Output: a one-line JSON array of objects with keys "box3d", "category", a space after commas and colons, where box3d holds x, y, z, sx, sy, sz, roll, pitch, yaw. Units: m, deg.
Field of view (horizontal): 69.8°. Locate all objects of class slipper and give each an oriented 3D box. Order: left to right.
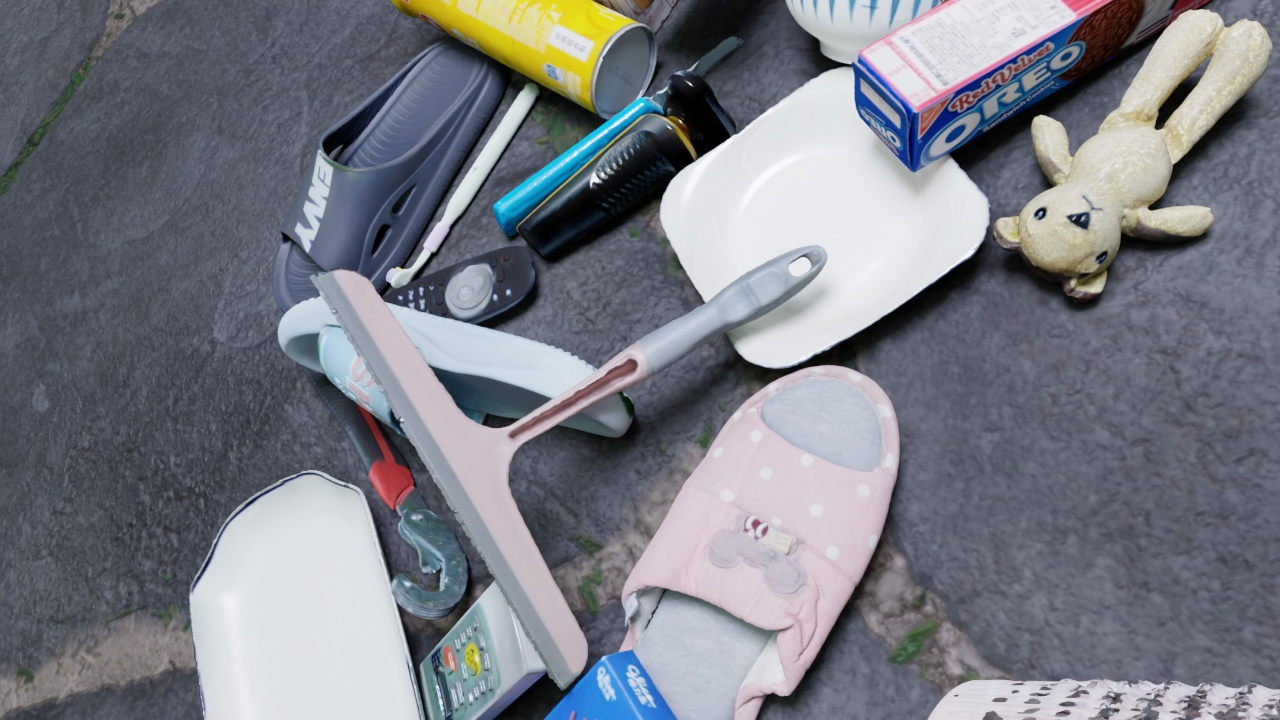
[{"box3d": [-0.209, -0.153, 0.703, 0.111, 0.083, 0.268, 30, 83, 30], "category": "slipper"}, {"box3d": [-0.122, 0.020, 0.586, 0.246, 0.104, 0.074, 11, 72, 21], "category": "slipper"}, {"box3d": [0.049, 0.123, 0.491, 0.114, 0.054, 0.274, 28, 86, 30], "category": "slipper"}]

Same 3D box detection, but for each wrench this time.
[{"box3d": [-0.185, 0.065, 0.632, 0.273, 0.056, 0.016, 51, 120, 35], "category": "wrench"}]

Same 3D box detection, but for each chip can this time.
[{"box3d": [-0.091, -0.252, 0.672, 0.213, 0.072, 0.072, 33, 87, 23], "category": "chip can"}]

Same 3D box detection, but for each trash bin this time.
[{"box3d": [0.199, 0.203, 0.314, 0.192, 0.227, 0.227, -2, 70, 38], "category": "trash bin"}]

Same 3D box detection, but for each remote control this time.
[{"box3d": [-0.132, -0.043, 0.658, 0.137, 0.024, 0.053, -18, 63, 17], "category": "remote control"}, {"box3d": [-0.092, 0.173, 0.519, 0.135, 0.019, 0.056, -50, 50, 41], "category": "remote control"}]

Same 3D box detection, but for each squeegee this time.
[{"box3d": [-0.003, 0.003, 0.505, 0.249, 0.040, 0.247, -31, 88, -10], "category": "squeegee"}]

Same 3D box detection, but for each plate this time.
[{"box3d": [-0.212, 0.202, 0.597, 0.162, 0.034, 0.265, -32, 60, 11], "category": "plate"}, {"box3d": [0.106, -0.083, 0.555, 0.164, 0.034, 0.164, -33, 61, 10], "category": "plate"}]

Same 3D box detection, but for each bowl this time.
[{"box3d": [0.143, -0.220, 0.559, 0.116, 0.066, 0.116, -1, 34, 0], "category": "bowl"}]

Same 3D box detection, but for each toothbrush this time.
[{"box3d": [-0.133, -0.133, 0.695, 0.020, 0.029, 0.189, 35, 86, -11], "category": "toothbrush"}]

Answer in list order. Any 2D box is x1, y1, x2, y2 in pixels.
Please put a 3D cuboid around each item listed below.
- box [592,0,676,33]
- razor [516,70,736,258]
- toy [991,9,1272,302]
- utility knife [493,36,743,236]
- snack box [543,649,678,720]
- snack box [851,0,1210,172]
[{"box3d": [0.023, -0.327, 0.632, 0.179, 0.125, 0.274, -57, 37, -4], "category": "box"}, {"box3d": [-0.015, -0.127, 0.624, 0.168, 0.062, 0.067, -35, 30, 16], "category": "razor"}, {"box3d": [0.256, -0.108, 0.475, 0.105, 0.066, 0.157, 38, 98, 14], "category": "toy"}, {"box3d": [-0.017, -0.160, 0.645, 0.216, 0.034, 0.018, -36, 70, 7], "category": "utility knife"}, {"box3d": [-0.035, 0.234, 0.479, 0.157, 0.026, 0.084, -51, 57, 21], "category": "snack box"}, {"box3d": [0.219, -0.186, 0.506, 0.207, 0.057, 0.058, -30, 61, -1], "category": "snack box"}]
